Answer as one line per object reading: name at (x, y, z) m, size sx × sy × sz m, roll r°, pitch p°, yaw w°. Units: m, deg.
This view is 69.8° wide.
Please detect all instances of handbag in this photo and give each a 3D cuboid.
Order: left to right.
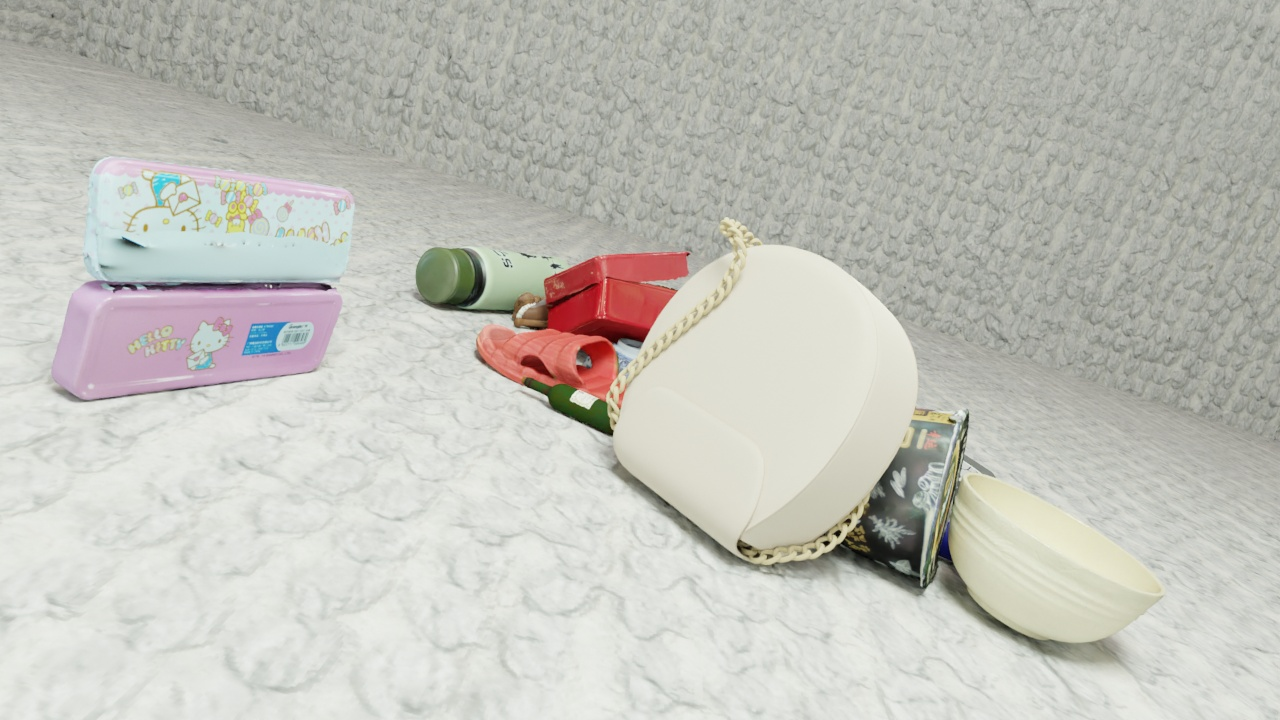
handbag at (0.082, 0.020, 0.663) m, size 0.103 × 0.208 × 0.211 m, roll 30°, pitch 1°, yaw -42°

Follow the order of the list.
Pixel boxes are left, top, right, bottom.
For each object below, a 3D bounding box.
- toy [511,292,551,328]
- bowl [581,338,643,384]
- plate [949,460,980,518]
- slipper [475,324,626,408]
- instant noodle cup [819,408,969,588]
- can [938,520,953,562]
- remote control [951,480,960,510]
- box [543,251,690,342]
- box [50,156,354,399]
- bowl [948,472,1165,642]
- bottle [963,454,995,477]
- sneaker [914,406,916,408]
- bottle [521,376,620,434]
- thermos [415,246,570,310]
toy at (-0.113, -0.056, 1.132) m, size 0.101 × 0.042 × 0.054 m, roll 2°, pitch 41°, yaw -29°
bowl at (-0.006, 0.006, 0.994) m, size 0.114 × 0.045 × 0.114 m, roll 17°, pitch 12°, yaw -4°
plate at (0.264, 0.118, 0.894) m, size 0.188 × 0.016 × 0.188 m, roll 14°, pitch 23°, yaw -6°
slipper at (-0.053, 0.006, 0.896) m, size 0.249 × 0.059 × 0.103 m, roll 24°, pitch 13°, yaw 21°
instant noodle cup at (0.181, 0.092, 0.706) m, size 0.112 × 0.137 × 0.137 m, roll 13°, pitch 9°, yaw 25°
can at (0.238, 0.143, 0.764) m, size 0.095 × 0.032 × 0.032 m, roll 20°, pitch 12°, yaw 9°
remote control at (0.241, 0.119, 0.834) m, size 0.150 × 0.013 × 0.034 m, roll 7°, pitch 25°, yaw -22°
box at (-0.026, -0.059, 1.043) m, size 0.133 × 0.110 × 0.158 m, roll -1°, pitch -5°, yaw -27°
box at (-0.280, -0.054, 0.620) m, size 0.035 × 0.151 × 0.213 m, roll 21°, pitch 13°, yaw 20°
bowl at (0.288, 0.153, 0.670) m, size 0.150 × 0.075 × 0.150 m, roll 23°, pitch 14°, yaw -6°
bottle at (0.373, 0.130, 1.023) m, size 0.030 × 0.030 × 0.113 m, roll 13°, pitch 13°, yaw -20°
sneaker at (0.278, 0.032, 1.214) m, size 0.129 × 0.097 × 0.263 m, roll -3°, pitch 1°, yaw 5°
bottle at (-0.062, 0.037, 0.823) m, size 0.106 × 0.025 × 0.025 m, roll 23°, pitch 13°, yaw 21°
thermos at (-0.181, -0.099, 1.149) m, size 0.082 × 0.082 × 0.231 m, roll 25°, pitch 14°, yaw 28°
